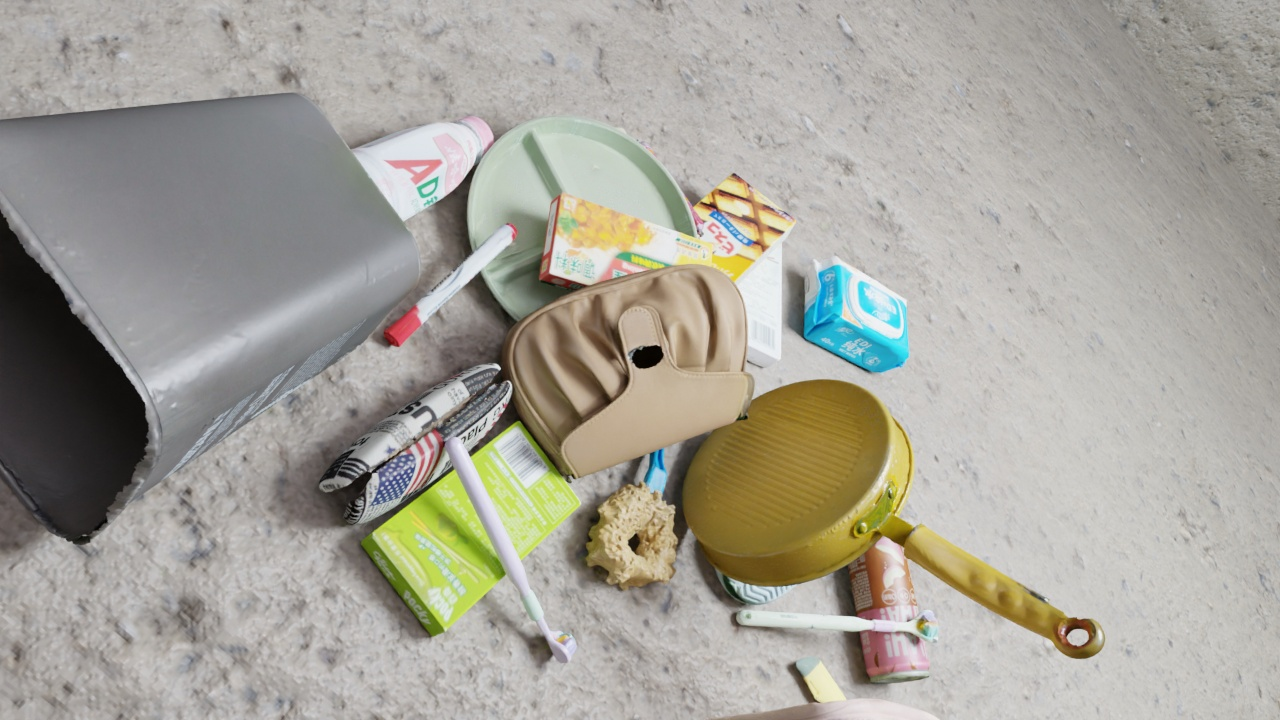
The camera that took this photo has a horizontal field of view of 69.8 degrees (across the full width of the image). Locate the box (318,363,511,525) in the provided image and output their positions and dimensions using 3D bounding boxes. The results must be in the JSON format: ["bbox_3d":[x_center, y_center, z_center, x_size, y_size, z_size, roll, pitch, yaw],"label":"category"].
[{"bbox_3d":[-0.148,0.063,0.661,0.163,0.075,0.076,-38,97,-46],"label":"box"}]

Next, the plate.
[{"bbox_3d":[-0.049,-0.111,0.831,0.230,0.028,0.230,8,73,-28],"label":"plate"}]

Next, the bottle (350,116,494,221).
[{"bbox_3d":[-0.192,-0.152,0.744,0.068,0.068,0.196,50,44,-5],"label":"bottle"}]

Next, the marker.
[{"bbox_3d":[-0.150,-0.063,0.738,0.017,0.017,0.145,46,61,-9],"label":"marker"}]

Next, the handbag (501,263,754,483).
[{"bbox_3d":[-0.004,0.004,0.745,0.204,0.100,0.148,-19,92,-16],"label":"handbag"}]

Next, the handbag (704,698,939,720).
[{"bbox_3d":[0.144,0.302,0.688,0.233,0.194,0.093,13,61,-44],"label":"handbag"}]

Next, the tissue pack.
[{"bbox_3d":[0.243,-0.051,1.031,0.140,0.063,0.089,25,53,-26],"label":"tissue pack"}]

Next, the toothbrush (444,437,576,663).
[{"bbox_3d":[-0.092,0.136,0.654,0.021,0.029,0.189,-27,107,-8],"label":"toothbrush"}]

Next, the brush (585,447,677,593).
[{"bbox_3d":[0.010,0.085,0.797,0.083,0.046,0.254,29,48,-18],"label":"brush"}]

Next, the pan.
[{"bbox_3d":[0.179,0.124,0.712,0.197,0.358,0.078,-46,122,-16],"label":"pan"}]

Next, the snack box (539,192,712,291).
[{"bbox_3d":[-0.010,-0.087,0.813,0.155,0.027,0.077,15,71,-25],"label":"snack box"}]

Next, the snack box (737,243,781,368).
[{"bbox_3d":[0.109,-0.076,0.964,0.084,0.027,0.156,23,54,-26],"label":"snack box"}]

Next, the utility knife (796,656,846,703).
[{"bbox_3d":[0.192,0.335,0.813,0.030,0.019,0.176,-32,85,-39],"label":"utility knife"}]

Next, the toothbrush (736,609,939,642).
[{"bbox_3d":[0.176,0.232,0.814,0.189,0.020,0.029,6,59,-11],"label":"toothbrush"}]

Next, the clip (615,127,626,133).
[{"bbox_3d":[-0.018,-0.175,0.924,0.034,0.077,0.103,-25,73,-42],"label":"clip"}]

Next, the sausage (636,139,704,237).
[{"bbox_3d":[0.028,-0.176,0.930,0.020,0.020,0.155,3,44,-37],"label":"sausage"}]

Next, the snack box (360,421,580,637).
[{"bbox_3d":[-0.120,0.120,0.679,0.086,0.026,0.156,53,46,-3],"label":"snack box"}]

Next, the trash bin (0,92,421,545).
[{"bbox_3d":[-0.273,-0.042,0.543,0.198,0.200,0.219,55,40,-2],"label":"trash bin"}]

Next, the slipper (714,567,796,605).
[{"bbox_3d":[0.152,0.129,0.860,0.244,0.074,0.104,-43,97,-27],"label":"slipper"}]

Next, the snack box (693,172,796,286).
[{"bbox_3d":[0.085,-0.125,0.937,0.087,0.034,0.140,40,60,10],"label":"snack box"}]

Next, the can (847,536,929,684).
[{"bbox_3d":[0.233,0.229,0.875,0.057,0.058,0.147,12,60,-33],"label":"can"}]
